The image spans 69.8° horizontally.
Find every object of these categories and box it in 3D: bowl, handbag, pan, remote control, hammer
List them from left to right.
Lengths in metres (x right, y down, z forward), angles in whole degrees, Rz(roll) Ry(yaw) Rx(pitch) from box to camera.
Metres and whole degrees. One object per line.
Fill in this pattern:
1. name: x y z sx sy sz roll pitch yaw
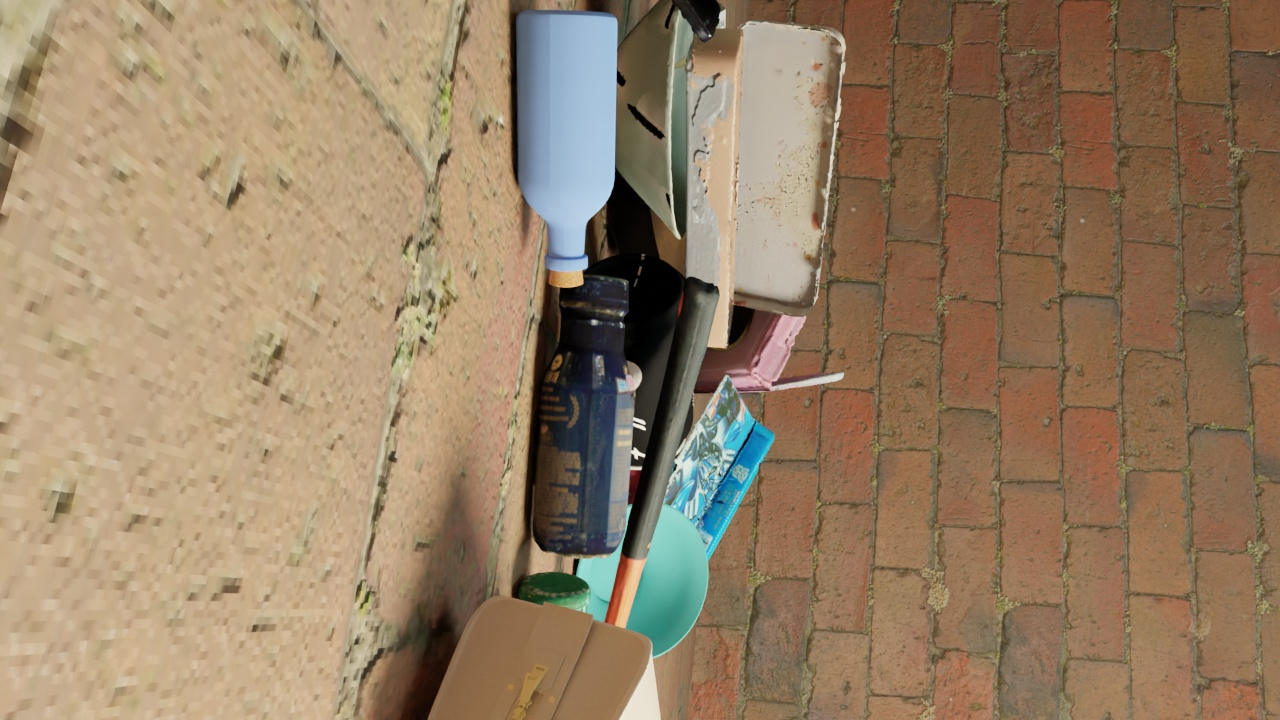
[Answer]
1. handbag: -0.055 0.231 0.370 0.197 0.101 0.195 -62 156 -44
2. bowl: -0.009 0.170 0.725 0.046 0.121 0.121 -2 -99 58
3. hammer: -0.001 0.107 0.578 0.133 0.033 0.334 -96 -161 -72
4. bowl: 0.000 -0.168 0.615 0.174 0.068 0.174 4 89 -83
5. remote control: 0.004 -0.243 0.505 0.140 0.021 0.045 49 36 -29
6. pan: 0.039 -0.182 0.790 0.248 0.043 0.355 19 68 -60

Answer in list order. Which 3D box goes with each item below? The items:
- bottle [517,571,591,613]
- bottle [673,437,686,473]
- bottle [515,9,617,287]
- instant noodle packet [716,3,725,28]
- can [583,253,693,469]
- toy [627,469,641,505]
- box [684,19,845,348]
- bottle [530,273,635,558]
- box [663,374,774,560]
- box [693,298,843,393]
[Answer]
1. bottle: -0.052 0.178 0.521 0.042 0.043 0.110 -38 133 -80
2. bottle: 0.013 0.093 0.882 0.060 0.060 0.108 -65 160 -69
3. bottle: -0.036 -0.101 0.451 0.048 0.048 0.131 -64 157 -70
4. instant noodle packet: 0.063 -0.251 1.011 0.146 0.057 0.270 -116 -162 -54
5. can: -0.004 0.004 0.631 0.146 0.080 0.080 86 11 -46
6. toy: -0.008 0.106 0.822 0.065 0.050 0.102 -2 108 -51
7. box: 0.068 -0.112 0.628 0.107 0.095 0.217 -40 141 -42
8. bottle: -0.032 0.031 0.531 0.056 0.056 0.161 1 94 -82
9. box: 0.047 0.152 0.842 0.243 0.064 0.174 -57 161 -21
10. box: 0.103 0.007 0.926 0.099 0.098 0.233 -61 -160 -16
